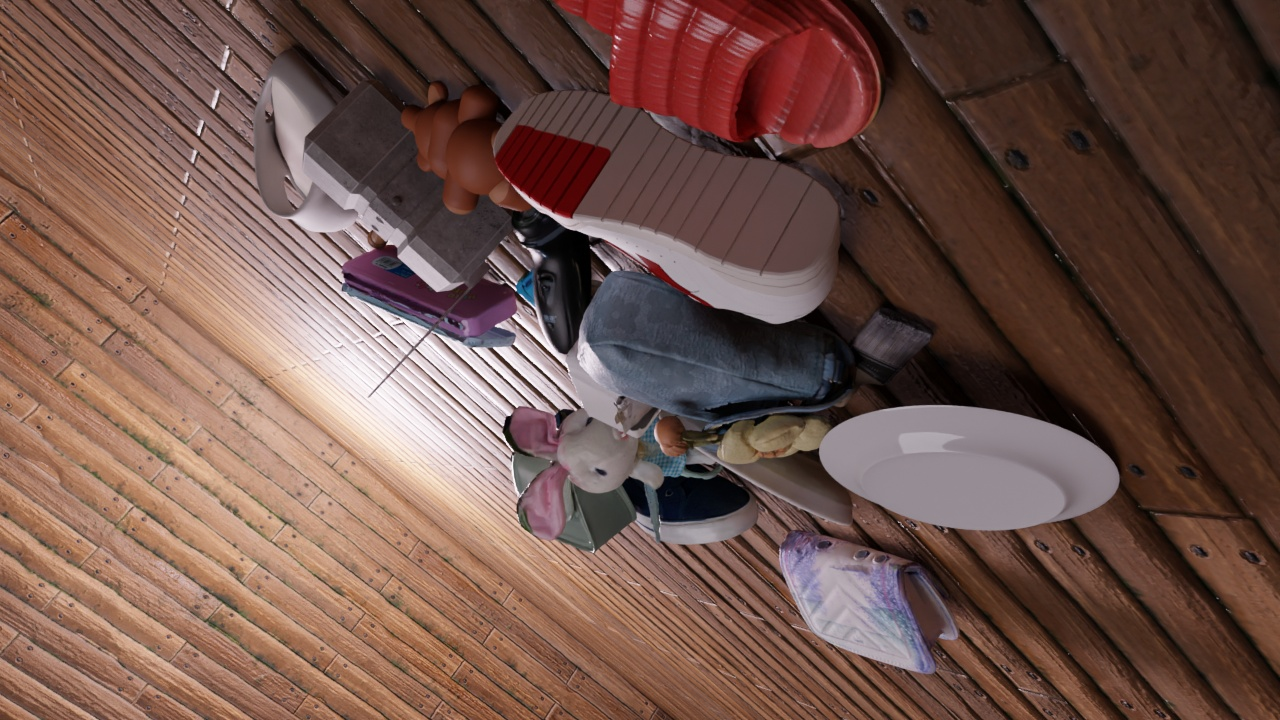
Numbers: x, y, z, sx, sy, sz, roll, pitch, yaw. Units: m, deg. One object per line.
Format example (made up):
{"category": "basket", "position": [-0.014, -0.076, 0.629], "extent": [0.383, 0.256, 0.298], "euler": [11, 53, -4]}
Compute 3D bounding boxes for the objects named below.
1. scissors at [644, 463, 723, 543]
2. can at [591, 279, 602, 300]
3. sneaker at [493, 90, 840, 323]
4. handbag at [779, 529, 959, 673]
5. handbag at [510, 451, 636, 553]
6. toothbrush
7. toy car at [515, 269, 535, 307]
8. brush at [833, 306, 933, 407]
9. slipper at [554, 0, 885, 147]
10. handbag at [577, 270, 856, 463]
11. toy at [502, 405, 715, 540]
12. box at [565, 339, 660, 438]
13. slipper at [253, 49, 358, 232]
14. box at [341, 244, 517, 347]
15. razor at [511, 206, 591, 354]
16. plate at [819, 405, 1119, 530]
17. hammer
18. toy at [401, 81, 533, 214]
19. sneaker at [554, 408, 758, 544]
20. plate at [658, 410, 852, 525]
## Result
{"category": "scissors", "position": [0.004, 0.097, 0.907], "extent": [0.172, 0.171, 0.021], "euler": [-3, 156, -22]}
{"category": "can", "position": [-0.035, -0.013, 0.828], "extent": [0.054, 0.054, 0.136], "euler": [27, 158, 23]}
{"category": "sneaker", "position": [0.015, -0.089, 0.586], "extent": [0.237, 0.090, 0.104], "euler": [23, 161, 22]}
{"category": "handbag", "position": [0.227, 0.232, 0.920], "extent": [0.159, 0.069, 0.126], "euler": [2, 126, 53]}
{"category": "handbag", "position": [-0.076, 0.139, 0.960], "extent": [0.122, 0.067, 0.106], "euler": [6, 126, 53]}
{"category": "toothbrush", "position": [-0.201, -0.033, 0.870], "extent": [0.010, 0.181, 0.010], "euler": [49, 149, -20]}
{"category": "toy car", "position": [-0.086, -0.064, 0.838], "extent": [0.048, 0.032, 0.105], "euler": [41, 159, -12]}
{"category": "brush", "position": [0.157, 0.003, 0.636], "extent": [0.039, 0.012, 0.151], "euler": [34, 159, 8]}
{"category": "slipper", "position": [0.003, -0.172, 0.462], "extent": [0.249, 0.059, 0.104], "euler": [33, 157, 12]}
{"category": "handbag", "position": [0.047, 0.014, 0.646], "extent": [0.192, 0.118, 0.122], "euler": [17, 165, -8]}
{"category": "toy", "position": [-0.015, 0.085, 0.842], "extent": [0.205, 0.131, 0.106], "euler": [-5, 163, -16]}
{"category": "box", "position": [0.006, 0.009, 0.753], "extent": [0.091, 0.102, 0.107], "euler": [24, 156, 25]}
{"category": "slipper", "position": [-0.333, -0.188, 0.877], "extent": [0.113, 0.080, 0.266], "euler": [47, 157, -2]}
{"category": "box", "position": [-0.224, -0.064, 0.963], "extent": [0.214, 0.077, 0.065], "euler": [21, 118, 33]}
{"category": "razor", "position": [-0.068, -0.069, 0.719], "extent": [0.053, 0.063, 0.141], "euler": [10, 117, 33]}
{"category": "plate", "position": [0.214, 0.082, 0.615], "extent": [0.188, 0.016, 0.189], "euler": [12, 153, 6]}
{"category": "hammer", "position": [-0.235, -0.138, 0.872], "extent": [0.162, 0.082, 0.318], "euler": [43, 164, -15]}
{"category": "toy", "position": [-0.129, -0.160, 0.680], "extent": [0.128, 0.065, 0.095], "euler": [34, 118, 37]}
{"category": "sneaker", "position": [-0.001, 0.108, 0.992], "extent": [0.295, 0.120, 0.127], "euler": [15, 122, 44]}
{"category": "plate", "position": [0.102, 0.076, 0.769], "extent": [0.182, 0.034, 0.182], "euler": [28, -176, -2]}
